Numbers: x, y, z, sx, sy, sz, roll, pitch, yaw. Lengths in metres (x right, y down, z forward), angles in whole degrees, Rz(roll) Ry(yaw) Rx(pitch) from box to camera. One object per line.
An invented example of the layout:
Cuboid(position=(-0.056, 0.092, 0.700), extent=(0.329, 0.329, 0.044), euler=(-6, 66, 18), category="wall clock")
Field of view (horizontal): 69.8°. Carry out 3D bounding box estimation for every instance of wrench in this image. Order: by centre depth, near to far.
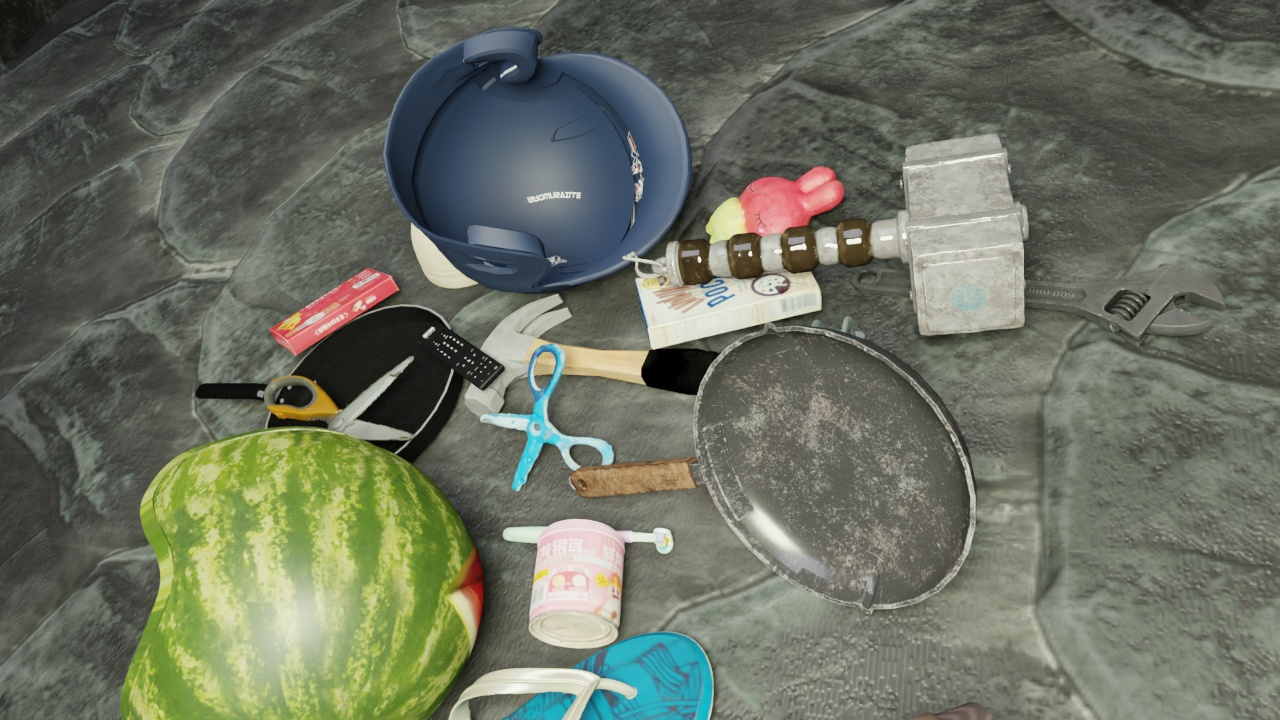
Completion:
Cuboid(position=(0.297, -0.053, 0.719), extent=(0.274, 0.018, 0.073), euler=(9, 58, 35), category="wrench")

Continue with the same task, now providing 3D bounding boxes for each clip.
Cuboid(position=(0.150, 0.033, 0.665), extent=(0.032, 0.164, 0.165), euler=(-6, 70, 19), category="clip")

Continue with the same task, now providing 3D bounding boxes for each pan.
Cuboid(position=(0.072, 0.077, 0.659), extent=(0.358, 0.208, 0.040), euler=(-9, 16, 46), category="pan")
Cuboid(position=(-0.340, 0.039, 0.969), extent=(0.357, 0.034, 0.224), euler=(-1, 54, 28), category="pan")

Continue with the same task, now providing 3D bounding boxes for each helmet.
Cuboid(position=(-0.237, 0.180, 0.671), extent=(0.243, 0.213, 0.246), euler=(-12, 43, -7), category="helmet")
Cuboid(position=(-0.085, -0.176, 0.885), extent=(0.273, 0.223, 0.232), euler=(-5, 81, 13), category="helmet")

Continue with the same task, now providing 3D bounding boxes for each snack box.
Cuboid(position=(0.074, -0.058, 0.802), extent=(0.150, 0.026, 0.081), euler=(-13, 38, -1), category="snack box")
Cuboid(position=(-0.343, -0.057, 1.025), extent=(0.132, 0.021, 0.089), euler=(-37, 28, -21), category="snack box")

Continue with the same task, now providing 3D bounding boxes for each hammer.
Cuboid(position=(0.140, -0.091, 0.749), extent=(0.327, 0.079, 0.176), euler=(-5, 38, 18), category="hammer")
Cuboid(position=(-0.005, 0.005, 0.818), extent=(0.329, 0.039, 0.130), euler=(5, 55, 31), category="hammer")

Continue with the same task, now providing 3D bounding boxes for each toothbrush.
Cuboid(position=(-0.046, 0.142, 0.740), extent=(0.155, 0.022, 0.015), euler=(-4, 16, 27), category="toothbrush")

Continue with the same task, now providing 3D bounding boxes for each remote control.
Cuboid(position=(-0.176, -0.007, 0.884), extent=(0.030, 0.009, 0.140), euler=(-47, 42, -14), category="remote control")

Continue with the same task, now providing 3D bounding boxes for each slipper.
Cuboid(position=(-0.086, 0.273, 0.626), extent=(0.295, 0.060, 0.118), euler=(-26, 49, 7), category="slipper")

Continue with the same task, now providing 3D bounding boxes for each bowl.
Cuboid(position=(-0.199, -0.162, 1.030), extent=(0.151, 0.075, 0.150), euler=(-15, 48, 17), category="bowl")

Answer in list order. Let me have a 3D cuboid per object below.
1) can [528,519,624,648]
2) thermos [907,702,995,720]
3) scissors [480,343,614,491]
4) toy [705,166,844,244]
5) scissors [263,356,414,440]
Cuboid(position=(-0.047, 0.166, 0.685), extent=(0.067, 0.067, 0.076), euler=(-12, 49, 19), category="can")
Cuboid(position=(0.096, 0.278, 0.457), extent=(0.226, 0.173, 0.172), euler=(-24, 46, 0), category="thermos")
Cuboid(position=(-0.081, 0.051, 0.801), extent=(0.134, 0.011, 0.140), euler=(8, 89, 24), category="scissors")
Cuboid(position=(0.125, -0.139, 0.859), extent=(0.135, 0.045, 0.091), euler=(-21, 48, 19), category="toy")
Cuboid(position=(-0.315, 0.067, 0.899), extent=(0.230, 0.016, 0.225), euler=(30, 72, 39), category="scissors")
